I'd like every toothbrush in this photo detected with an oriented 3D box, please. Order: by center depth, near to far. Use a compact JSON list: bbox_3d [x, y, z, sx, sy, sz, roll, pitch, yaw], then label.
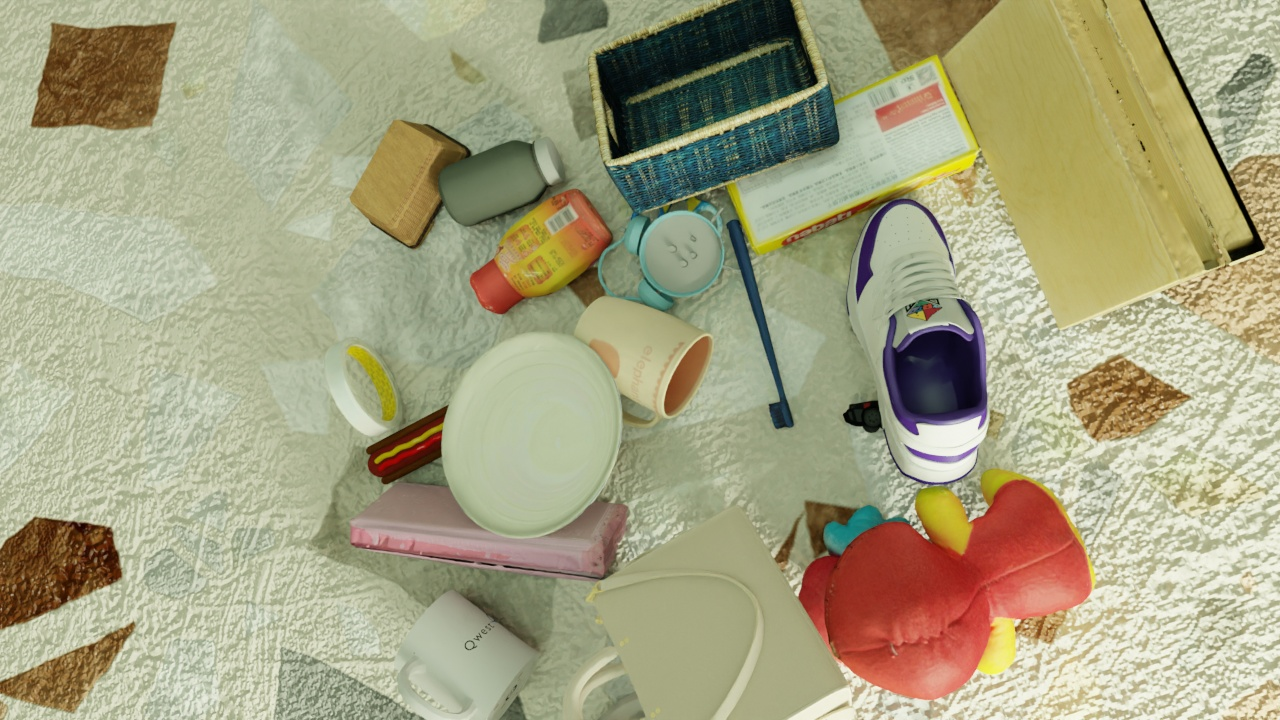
[{"bbox_3d":[0.103,-0.032,0.806,0.017,0.016,0.190,-16,83,18],"label":"toothbrush"}]

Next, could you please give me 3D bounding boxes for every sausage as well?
[{"bbox_3d":[-0.187,0.068,0.856,0.156,0.040,0.040,-27,81,10],"label":"sausage"}]

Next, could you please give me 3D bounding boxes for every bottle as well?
[{"bbox_3d":[-0.094,-0.095,0.838,0.134,0.048,0.071,-35,78,9],"label":"bottle"},{"bbox_3d":[-0.127,-0.166,0.845,0.108,0.060,0.060,-18,83,12],"label":"bottle"}]

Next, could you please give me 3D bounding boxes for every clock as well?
[{"bbox_3d":[0.020,-0.088,0.808,0.123,0.042,0.087,-15,95,16],"label":"clock"}]

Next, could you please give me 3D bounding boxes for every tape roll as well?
[{"bbox_3d":[-0.254,0.024,0.846,0.019,0.094,0.094,-25,81,10],"label":"tape roll"}]

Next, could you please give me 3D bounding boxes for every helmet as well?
[{"bbox_3d":[0.060,0.414,0.749,0.282,0.183,0.224,41,101,-8],"label":"helmet"}]

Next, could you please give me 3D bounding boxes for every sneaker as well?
[{"bbox_3d":[0.213,-0.034,0.707,0.092,0.111,0.243,-8,67,8],"label":"sneaker"}]

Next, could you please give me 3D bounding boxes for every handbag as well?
[{"bbox_3d":[0.032,0.234,0.708,0.197,0.101,0.194,-24,48,-7],"label":"handbag"}]

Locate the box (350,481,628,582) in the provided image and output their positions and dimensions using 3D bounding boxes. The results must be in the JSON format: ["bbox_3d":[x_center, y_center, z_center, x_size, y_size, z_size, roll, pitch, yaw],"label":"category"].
[{"bbox_3d":[-0.132,0.169,0.816,0.233,0.099,0.080,3,108,12],"label":"box"}]

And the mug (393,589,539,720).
[{"bbox_3d":[-0.160,0.270,0.797,0.096,0.119,0.083,33,110,13],"label":"mug"}]

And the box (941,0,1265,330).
[{"bbox_3d":[0.363,-0.173,0.694,0.179,0.142,0.248,-21,82,1],"label":"box"}]

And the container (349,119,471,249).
[{"bbox_3d":[-0.220,-0.170,0.866,0.063,0.061,0.114,32,94,13],"label":"container"}]

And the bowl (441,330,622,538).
[{"bbox_3d":[-0.083,0.066,0.794,0.177,0.057,0.176,-7,73,24],"label":"bowl"}]

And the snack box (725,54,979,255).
[{"bbox_3d":[0.174,-0.171,0.784,0.201,0.042,0.092,-23,82,11],"label":"snack box"}]

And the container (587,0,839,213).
[{"bbox_3d":[0.059,-0.221,0.772,0.188,0.071,0.145,-17,57,14],"label":"container"}]

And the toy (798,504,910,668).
[{"bbox_3d":[0.180,0.185,0.756,0.092,0.062,0.132,25,75,-1],"label":"toy"}]

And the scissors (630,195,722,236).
[{"bbox_3d":[0.046,-0.153,0.827,0.109,0.018,0.131,29,95,10],"label":"scissors"}]

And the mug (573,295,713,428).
[{"bbox_3d":[-0.005,0.005,0.802,0.104,0.085,0.112,28,122,21],"label":"mug"}]

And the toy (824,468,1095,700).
[{"bbox_3d":[0.237,0.169,0.690,0.216,0.099,0.147,-22,75,-19],"label":"toy"}]

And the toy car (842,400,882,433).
[{"bbox_3d":[0.215,0.042,0.761,0.092,0.042,0.036,4,80,13],"label":"toy car"}]
